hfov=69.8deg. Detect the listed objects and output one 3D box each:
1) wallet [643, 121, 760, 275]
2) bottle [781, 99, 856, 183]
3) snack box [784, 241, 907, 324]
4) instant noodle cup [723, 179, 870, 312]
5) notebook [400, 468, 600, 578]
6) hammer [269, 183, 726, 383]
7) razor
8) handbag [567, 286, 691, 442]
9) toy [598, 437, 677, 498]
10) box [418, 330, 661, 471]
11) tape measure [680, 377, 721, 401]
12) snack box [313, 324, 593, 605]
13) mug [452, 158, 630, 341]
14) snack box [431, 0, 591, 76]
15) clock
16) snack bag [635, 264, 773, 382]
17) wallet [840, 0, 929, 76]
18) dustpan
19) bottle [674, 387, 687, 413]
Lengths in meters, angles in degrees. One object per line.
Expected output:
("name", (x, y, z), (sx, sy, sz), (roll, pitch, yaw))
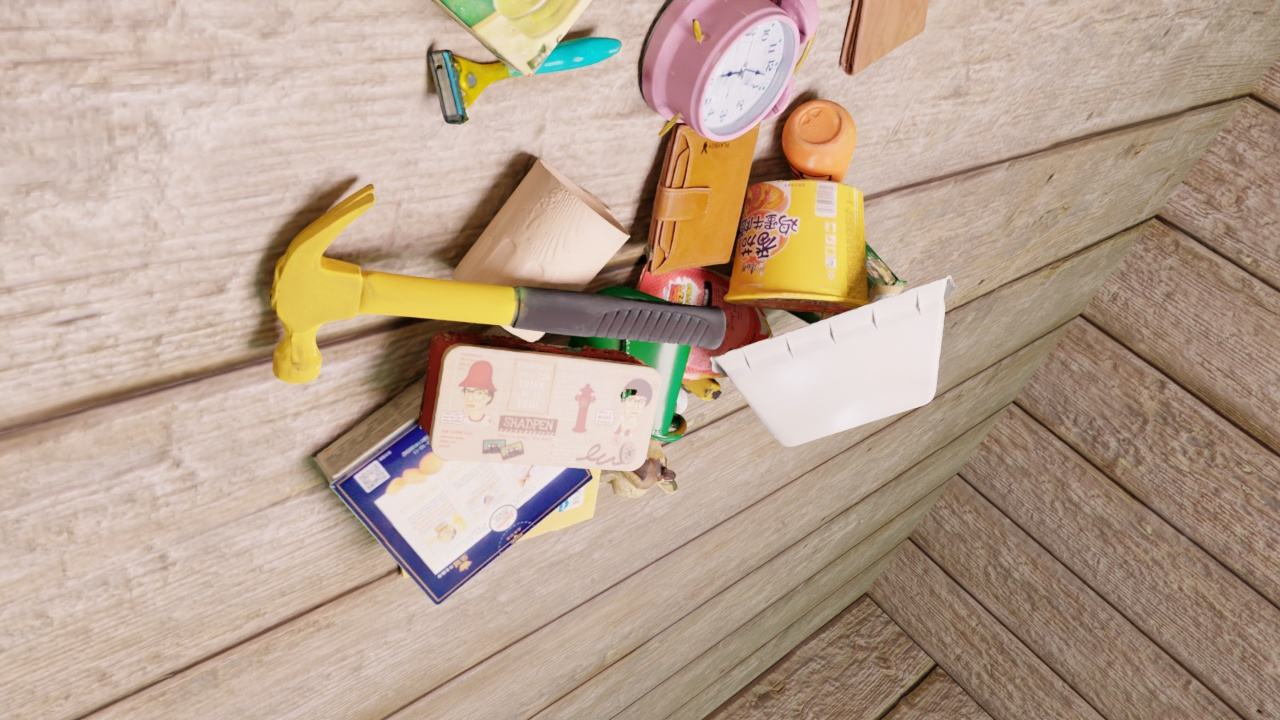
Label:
("wallet", (0.046, -0.139, 0.778), (0.118, 0.035, 0.131), (-19, 130, -44))
("bottle", (0.171, -0.189, 0.879), (0.066, 0.067, 0.149), (-44, 161, -3))
("snack box", (0.226, -0.082, 1.052), (0.118, 0.105, 0.118), (-5, 133, -51))
("instant noodle cup", (0.150, -0.105, 0.861), (0.137, 0.138, 0.110), (6, 87, -58))
("notebook", (-0.136, 0.144, 0.896), (0.206, 0.010, 0.146), (-15, 143, -21))
("hammer", (-0.083, -0.036, 0.606), (0.300, 0.033, 0.129), (5, 118, -22))
("razor", (-0.068, -0.184, 0.571), (0.132, 0.028, 0.043), (-26, 117, -30))
("handbag", (-0.005, 0.005, 0.803), (0.068, 0.120, 0.131), (-112, -144, -74))
("toy", (-0.010, 0.116, 0.992), (0.157, 0.105, 0.066), (148, -43, -72))
("box", (-0.078, 0.027, 0.701), (0.168, 0.080, 0.091), (7, 101, -25))
("tape measure", (0.060, 0.023, 1.015), (0.029, 0.060, 0.057), (-52, 159, 9))
("snack box", (-0.146, 0.090, 0.770), (0.177, 0.046, 0.183), (-38, 134, -16))
("mug", (-0.070, -0.080, 0.675), (0.104, 0.084, 0.124), (-49, 180, 10))
("snack box", (-0.029, -0.273, 0.459), (0.240, 0.063, 0.114), (-49, 153, 8))
("clock", (0.076, -0.226, 0.683), (0.158, 0.060, 0.117), (-28, 149, -35))
("snack bag", (0.053, -0.033, 0.912), (0.207, 0.073, 0.129), (2, 112, -54))
("wallet", (0.223, -0.321, 0.809), (0.101, 0.020, 0.115), (-36, 150, -21))
("dustpan", (0.190, -0.021, 0.929), (0.223, 0.142, 0.258), (-19, 142, 9))
("bottle", (-0.024, 0.063, 0.967), (0.194, 0.044, 0.080), (-17, 150, -46))
